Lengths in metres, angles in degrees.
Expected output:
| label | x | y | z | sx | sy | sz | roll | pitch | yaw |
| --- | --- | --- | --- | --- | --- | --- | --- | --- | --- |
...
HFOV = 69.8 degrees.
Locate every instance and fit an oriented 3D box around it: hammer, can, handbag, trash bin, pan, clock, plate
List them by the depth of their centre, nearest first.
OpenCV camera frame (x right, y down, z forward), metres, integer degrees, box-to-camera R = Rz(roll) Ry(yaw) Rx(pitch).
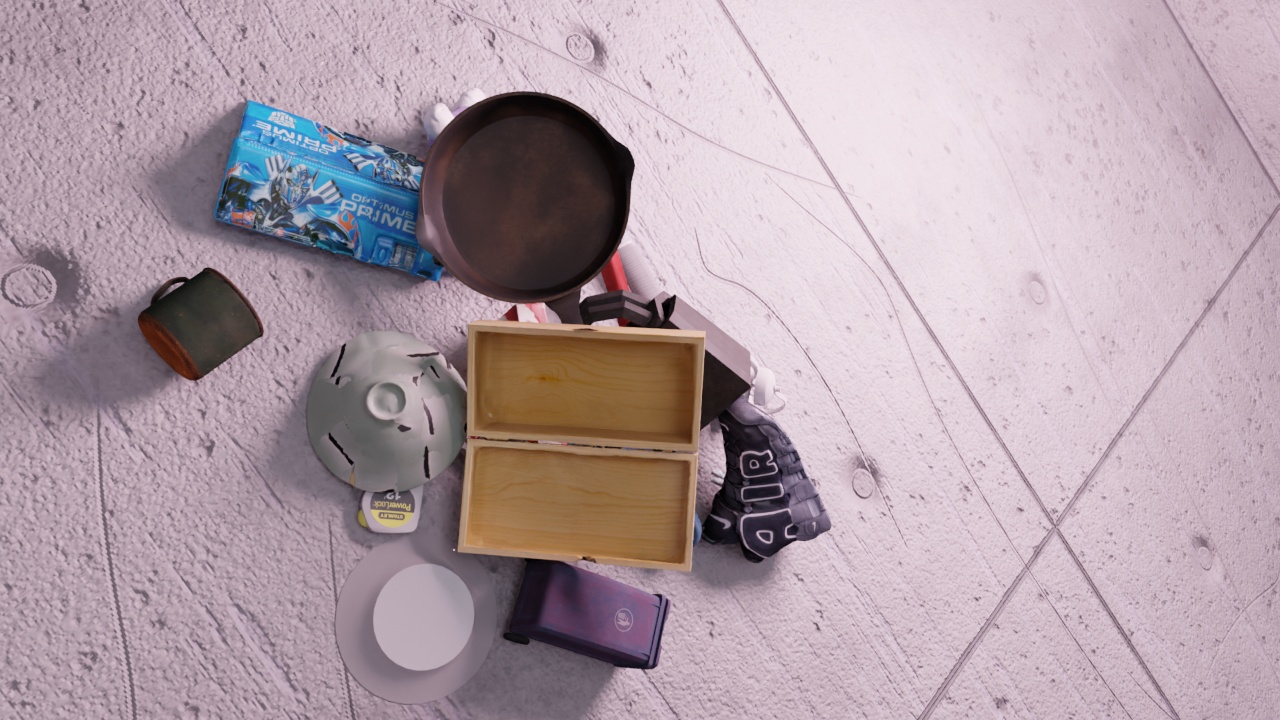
| label | x | y | z | sx | sy | sz | roll | pitch | yaw |
| --- | --- | --- | --- | --- | --- | --- | --- | --- | --- |
| plate | -0.228 | 0.268 | 0.961 | 0.172 | 0.019 | 0.172 | 9 | 71 | -28 |
| pan | -0.102 | -0.116 | 1.012 | 0.249 | 0.043 | 0.356 | -21 | 92 | 0 |
| trash bin | -0.056 | 0.283 | 1.021 | 0.160 | 0.092 | 0.093 | 27 | 63 | -26 |
| handbag | -0.006 | 0.006 | 1.084 | 0.199 | 0.198 | 0.102 | 41 | 26 | -15 |
| hammer | -0.035 | -0.111 | 1.126 | 0.126 | 0.036 | 0.316 | -50 | 125 | -63 |
| clock | 0.114 | 0.028 | 1.183 | 0.159 | 0.120 | 0.061 | 23 | 64 | -14 |
| can | -0.002 | -0.100 | 1.193 | 0.043 | 0.044 | 0.106 | -31 | 92 | -34 |

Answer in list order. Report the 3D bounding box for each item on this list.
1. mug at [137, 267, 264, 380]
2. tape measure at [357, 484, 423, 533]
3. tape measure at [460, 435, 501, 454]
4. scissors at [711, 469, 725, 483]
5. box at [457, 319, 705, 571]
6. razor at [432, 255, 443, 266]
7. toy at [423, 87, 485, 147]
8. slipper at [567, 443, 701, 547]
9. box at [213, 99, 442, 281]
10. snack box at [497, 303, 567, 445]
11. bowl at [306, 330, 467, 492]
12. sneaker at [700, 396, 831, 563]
| label | x | y | z | sx | sy | sz | roll | pitch | yaw |
| --- | --- | --- | --- | --- | --- | --- | --- | --- | --- |
| mug | -0.440 | -0.041 | 0.899 | 0.111 | 0.085 | 0.081 | 33 | 57 | 18 |
| tape measure | -0.266 | 0.151 | 0.975 | 0.064 | 0.017 | 0.065 | 10 | 70 | -28 |
| tape measure | -0.184 | 0.081 | 1.044 | 0.062 | 0.020 | 0.060 | 29 | 62 | -20 |
| scissors | 0.146 | 0.177 | 1.216 | 0.134 | 0.016 | 0.073 | 21 | 68 | -23 |
| box | -0.062 | 0.087 | 0.969 | 0.247 | 0.076 | 0.257 | 4 | 88 | 5 |
| razor | -0.192 | -0.116 | 1.079 | 0.140 | 0.018 | 0.044 | 0 | 75 | -55 |
| toy | -0.165 | -0.228 | 1.105 | 0.209 | 0.086 | 0.137 | 43 | 33 | -5 |
| slipper | -0.012 | 0.159 | 1.076 | 0.214 | 0.104 | 0.059 | 51 | 24 | -20 |
| box | -0.323 | -0.196 | 1.014 | 0.243 | 0.075 | 0.166 | 15 | 67 | -27 |
| snack box | -0.119 | 0.072 | 1.053 | 0.044 | 0.077 | 0.272 | -4 | 78 | -28 |
| bowl | -0.263 | 0.047 | 0.952 | 0.174 | 0.068 | 0.174 | 3 | 76 | -12 |
| sneaker | 0.124 | 0.158 | 1.136 | 0.150 | 0.097 | 0.252 | -37 | 121 | -8 |
